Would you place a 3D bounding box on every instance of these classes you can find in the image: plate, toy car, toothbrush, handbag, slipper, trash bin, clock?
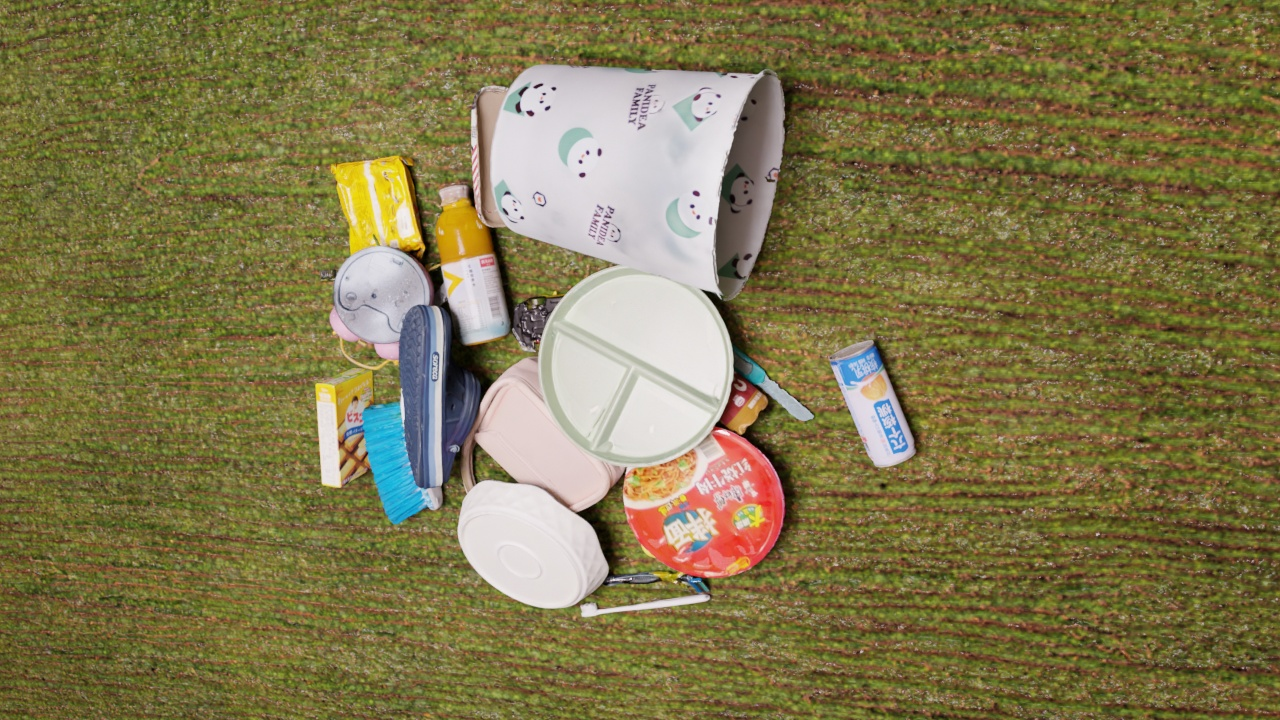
[{"bbox_3d":[-0.143,0.239,1.155,0.205,0.045,0.205,14,131,17],"label":"plate"},{"bbox_3d":[-0.081,-0.051,1.106,0.156,0.041,0.071,-7,101,16],"label":"toy car"},{"bbox_3d":[-0.006,0.006,1.039,0.230,0.027,0.230,0,90,16],"label":"plate"},{"bbox_3d":[0.004,0.314,1.188,0.180,0.016,0.016,-12,94,20],"label":"toothbrush"},{"bbox_3d":[-0.143,0.128,1.159,0.193,0.093,0.235,44,119,2],"label":"handbag"},{"bbox_3d":[-0.237,0.052,1.104,0.105,0.095,0.253,52,142,46],"label":"slipper"},{"bbox_3d":[-0.002,-0.200,0.959,0.252,0.229,0.230,14,107,19],"label":"trash bin"},{"bbox_3d":[-0.334,-0.116,1.183,0.186,0.012,0.017,-4,92,18],"label":"toothbrush"},{"bbox_3d":[-0.315,-0.064,1.119,0.117,0.059,0.158,25,96,-1],"label":"clock"}]

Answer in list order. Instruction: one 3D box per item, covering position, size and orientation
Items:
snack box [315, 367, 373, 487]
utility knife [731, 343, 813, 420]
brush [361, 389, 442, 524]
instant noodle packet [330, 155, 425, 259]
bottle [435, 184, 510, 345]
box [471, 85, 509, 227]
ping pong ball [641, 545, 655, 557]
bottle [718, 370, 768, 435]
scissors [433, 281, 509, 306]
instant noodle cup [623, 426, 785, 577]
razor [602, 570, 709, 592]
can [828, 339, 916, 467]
[{"bbox_3d":[-0.387,0.087,1.210,0.034,0.086,0.140,4,104,16],"label":"snack box"},{"bbox_3d":[0.113,-0.001,1.075,0.222,0.013,0.029,39,119,4],"label":"utility knife"},{"bbox_3d":[-0.317,0.055,1.204,0.109,0.060,0.314,-12,97,14],"label":"brush"},{"bbox_3d":[-0.323,-0.187,1.145,0.111,0.044,0.128,-3,105,16],"label":"instant noodle packet"},{"bbox_3d":[-0.206,-0.114,1.105,0.068,0.068,0.189,-10,95,19],"label":"bottle"},{"bbox_3d":[-0.144,-0.235,1.061,0.087,0.076,0.162,11,105,43],"label":"box"},{"bbox_3d":[0.020,0.226,1.147,0.040,0.040,0.040,4,105,16],"label":"ping pong ball"},{"bbox_3d":[0.066,0.012,1.070,0.175,0.057,0.058,40,111,4],"label":"bottle"},{"bbox_3d":[-0.254,-0.075,1.150,0.181,0.014,0.159,5,99,4],"label":"scissors"},{"bbox_3d":[0.079,0.159,1.099,0.194,0.065,0.194,4,106,16],"label":"instant noodle cup"},{"bbox_3d":[0.016,0.280,1.173,0.143,0.022,0.043,-4,146,21],"label":"razor"},{"bbox_3d":[0.259,0.049,1.022,0.053,0.053,0.134,-21,97,20],"label":"can"}]
